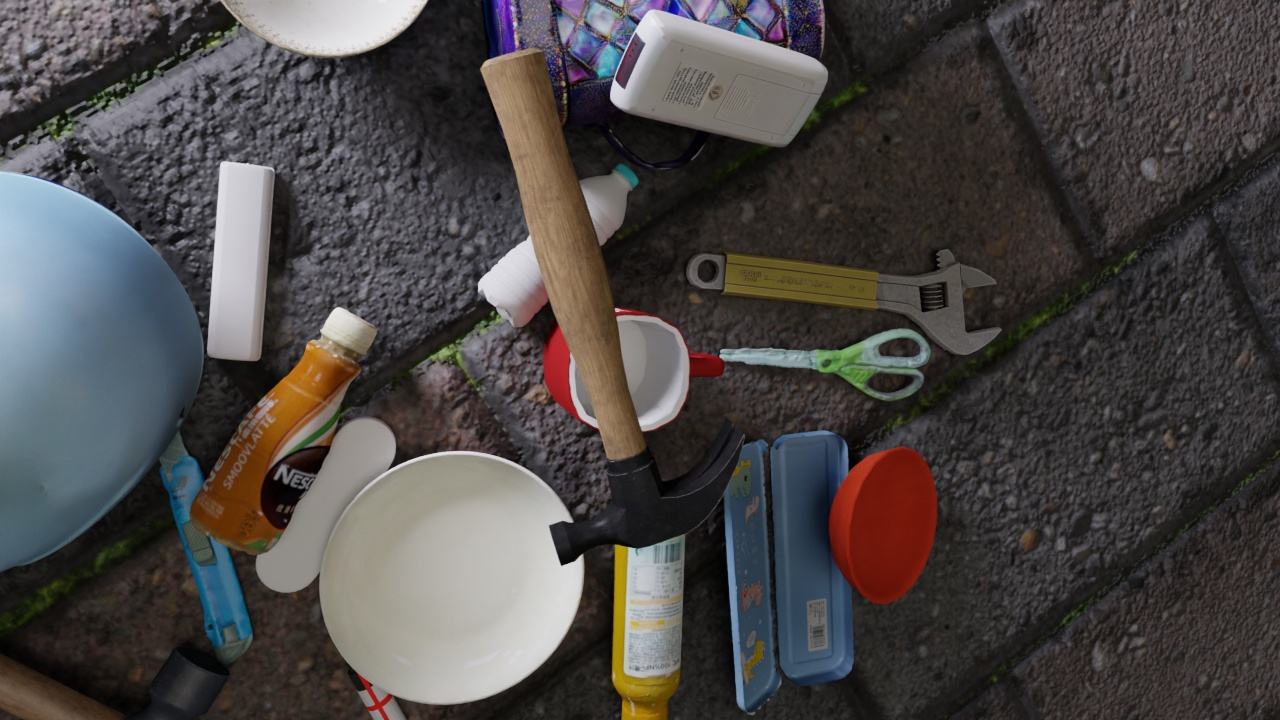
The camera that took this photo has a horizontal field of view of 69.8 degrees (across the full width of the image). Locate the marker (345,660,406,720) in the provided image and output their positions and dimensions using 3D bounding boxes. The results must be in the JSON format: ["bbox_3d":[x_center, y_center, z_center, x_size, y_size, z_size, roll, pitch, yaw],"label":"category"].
[{"bbox_3d":[-0.180,0.262,0.664,0.019,0.019,0.145,-27,102,-11],"label":"marker"}]

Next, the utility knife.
[{"bbox_3d":[-0.300,0.114,0.619,0.031,0.015,0.198,-16,99,-14],"label":"utility knife"}]

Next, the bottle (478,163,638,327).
[{"bbox_3d":[-0.054,-0.085,0.646,0.044,0.044,0.136,45,84,-15],"label":"bottle"}]

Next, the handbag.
[{"bbox_3d":[-0.002,-0.236,0.600,0.204,0.125,0.222,-16,108,-13],"label":"handbag"}]

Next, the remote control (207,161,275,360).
[{"bbox_3d":[-0.265,-0.065,0.609,0.033,0.012,0.131,5,94,-15],"label":"remote control"}]

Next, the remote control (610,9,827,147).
[{"bbox_3d":[0.051,-0.170,0.565,0.138,0.025,0.060,4,135,-31],"label":"remote control"}]

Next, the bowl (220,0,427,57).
[{"bbox_3d":[-0.200,-0.260,0.578,0.145,0.063,0.145,-2,96,-16],"label":"bowl"}]

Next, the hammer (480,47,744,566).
[{"bbox_3d":[-0.028,-0.031,0.555,0.132,0.040,0.305,-17,105,-7],"label":"hammer"}]

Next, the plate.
[{"bbox_3d":[-0.133,0.152,0.656,0.182,0.034,0.182,-2,96,-15],"label":"plate"}]

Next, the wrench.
[{"bbox_3d":[0.165,-0.053,0.721,0.273,0.018,0.083,4,96,-15],"label":"wrench"}]

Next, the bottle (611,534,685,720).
[{"bbox_3d":[0.005,0.205,0.689,0.053,0.053,0.186,0,96,-15],"label":"bottle"}]

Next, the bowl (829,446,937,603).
[{"bbox_3d":[0.186,0.126,0.722,0.121,0.035,0.122,-4,97,-41],"label":"bowl"}]

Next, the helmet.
[{"bbox_3d":[-0.394,0.023,0.508,0.266,0.166,0.225,-38,110,6],"label":"helmet"}]

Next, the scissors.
[{"bbox_3d":[0.144,0.001,0.719,0.174,0.033,0.065,6,118,-8],"label":"scissors"}]

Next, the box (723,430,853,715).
[{"bbox_3d":[0.112,0.162,0.722,0.126,0.039,0.209,-8,98,-30],"label":"box"}]

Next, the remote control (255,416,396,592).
[{"bbox_3d":[-0.218,0.100,0.639,0.043,0.013,0.136,34,87,-16],"label":"remote control"}]

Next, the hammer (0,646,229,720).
[{"bbox_3d":[-0.438,0.180,0.569,0.321,0.040,0.129,32,76,-11],"label":"hammer"}]

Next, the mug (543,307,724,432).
[{"bbox_3d":[-0.004,0.004,0.641,0.116,0.096,0.080,0,96,-15],"label":"mug"}]

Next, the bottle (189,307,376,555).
[{"bbox_3d":[-0.230,0.043,0.607,0.059,0.059,0.167,31,84,-16],"label":"bottle"}]
